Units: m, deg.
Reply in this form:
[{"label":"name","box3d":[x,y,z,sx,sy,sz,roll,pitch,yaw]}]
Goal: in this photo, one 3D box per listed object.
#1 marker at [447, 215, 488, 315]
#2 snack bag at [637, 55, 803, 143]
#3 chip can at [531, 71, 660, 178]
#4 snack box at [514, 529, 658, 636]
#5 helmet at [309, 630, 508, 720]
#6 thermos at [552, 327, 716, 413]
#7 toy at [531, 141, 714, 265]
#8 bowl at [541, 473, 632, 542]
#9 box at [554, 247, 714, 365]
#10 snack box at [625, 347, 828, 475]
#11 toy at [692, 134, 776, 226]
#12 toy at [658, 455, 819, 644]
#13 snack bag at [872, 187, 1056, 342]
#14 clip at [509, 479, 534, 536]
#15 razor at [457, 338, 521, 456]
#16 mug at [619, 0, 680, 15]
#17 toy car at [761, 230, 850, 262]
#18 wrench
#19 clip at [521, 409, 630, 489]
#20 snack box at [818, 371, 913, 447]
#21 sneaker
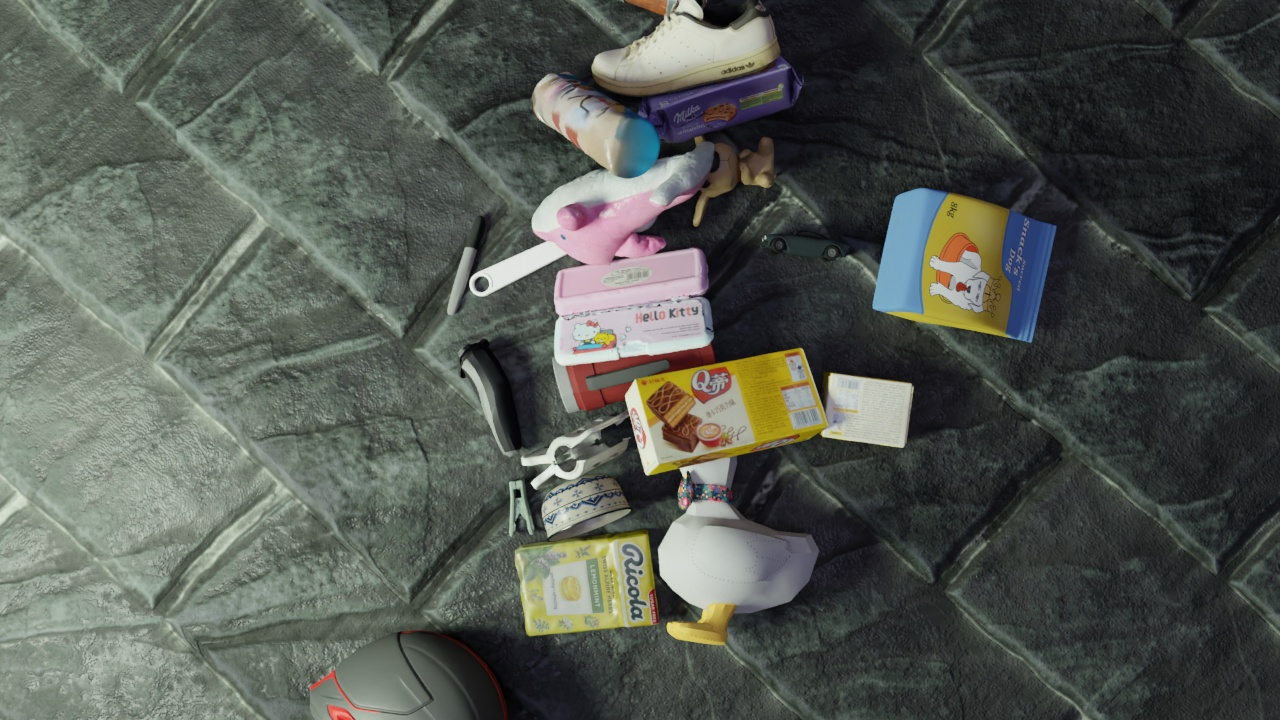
[{"label":"marker","box3d":[-0.230,-0.126,1.222,0.022,0.016,0.138,16,93,-21]},{"label":"snack bag","box3d":[0.097,-0.330,1.163,0.205,0.096,0.058,-17,124,4]},{"label":"chip can","box3d":[-0.059,-0.289,1.109,0.079,0.229,0.080,-14,123,-22]},{"label":"snack box","box3d":[-0.072,0.293,1.203,0.181,0.045,0.121,-6,90,2]},{"label":"helmet","box3d":[-0.269,0.435,1.155,0.265,0.164,0.169,36,80,12]},{"label":"thermos","box3d":[-0.007,0.007,1.165,0.198,0.108,0.084,-16,101,1]},{"label":"toy","box3d":[-0.017,-0.179,1.130,0.266,0.186,0.128,-14,117,37]},{"label":"bowl","box3d":[-0.074,0.183,1.172,0.115,0.115,0.059,-22,75,3]},{"label":"box","box3d":[-0.012,-0.072,1.155,0.201,0.045,0.154,-9,48,9]},{"label":"snack box","box3d":[0.105,0.061,1.134,0.230,0.062,0.110,-10,73,-18]},{"label":"toy","box3d":[0.117,-0.242,1.167,0.108,0.105,0.134,-1,87,14]},{"label":"toy","box3d":[0.101,0.221,1.155,0.247,0.141,0.267,13,74,1]},{"label":"snack bag","box3d":[0.415,-0.117,1.154,0.205,0.102,0.159,11,91,-8]},{"label":"clip","box3d":[-0.159,0.196,1.218,0.035,0.023,0.074,-6,88,4]},{"label":"razor","box3d":[-0.192,0.052,1.205,0.060,0.057,0.156,-29,89,34]},{"label":"mug","box3d":[0.018,-0.502,1.163,0.111,0.081,0.118,19,126,6]},{"label":"toy car","box3d":[0.213,-0.150,1.184,0.112,0.046,0.034,8,92,1]},{"label":"wrench","box3d":[-0.102,-0.153,1.214,0.273,0.018,0.066,-25,89,4]},{"label":"clip","box3d":[-0.078,0.124,1.170,0.152,0.125,0.091,-39,80,26]},{"label":"snack box","box3d":[0.286,0.062,1.175,0.106,0.061,0.083,8,91,3]},{"label":"sneaker","box3d":[0.046,-0.397,1.132,0.242,0.088,0.102,-4,131,18]}]
